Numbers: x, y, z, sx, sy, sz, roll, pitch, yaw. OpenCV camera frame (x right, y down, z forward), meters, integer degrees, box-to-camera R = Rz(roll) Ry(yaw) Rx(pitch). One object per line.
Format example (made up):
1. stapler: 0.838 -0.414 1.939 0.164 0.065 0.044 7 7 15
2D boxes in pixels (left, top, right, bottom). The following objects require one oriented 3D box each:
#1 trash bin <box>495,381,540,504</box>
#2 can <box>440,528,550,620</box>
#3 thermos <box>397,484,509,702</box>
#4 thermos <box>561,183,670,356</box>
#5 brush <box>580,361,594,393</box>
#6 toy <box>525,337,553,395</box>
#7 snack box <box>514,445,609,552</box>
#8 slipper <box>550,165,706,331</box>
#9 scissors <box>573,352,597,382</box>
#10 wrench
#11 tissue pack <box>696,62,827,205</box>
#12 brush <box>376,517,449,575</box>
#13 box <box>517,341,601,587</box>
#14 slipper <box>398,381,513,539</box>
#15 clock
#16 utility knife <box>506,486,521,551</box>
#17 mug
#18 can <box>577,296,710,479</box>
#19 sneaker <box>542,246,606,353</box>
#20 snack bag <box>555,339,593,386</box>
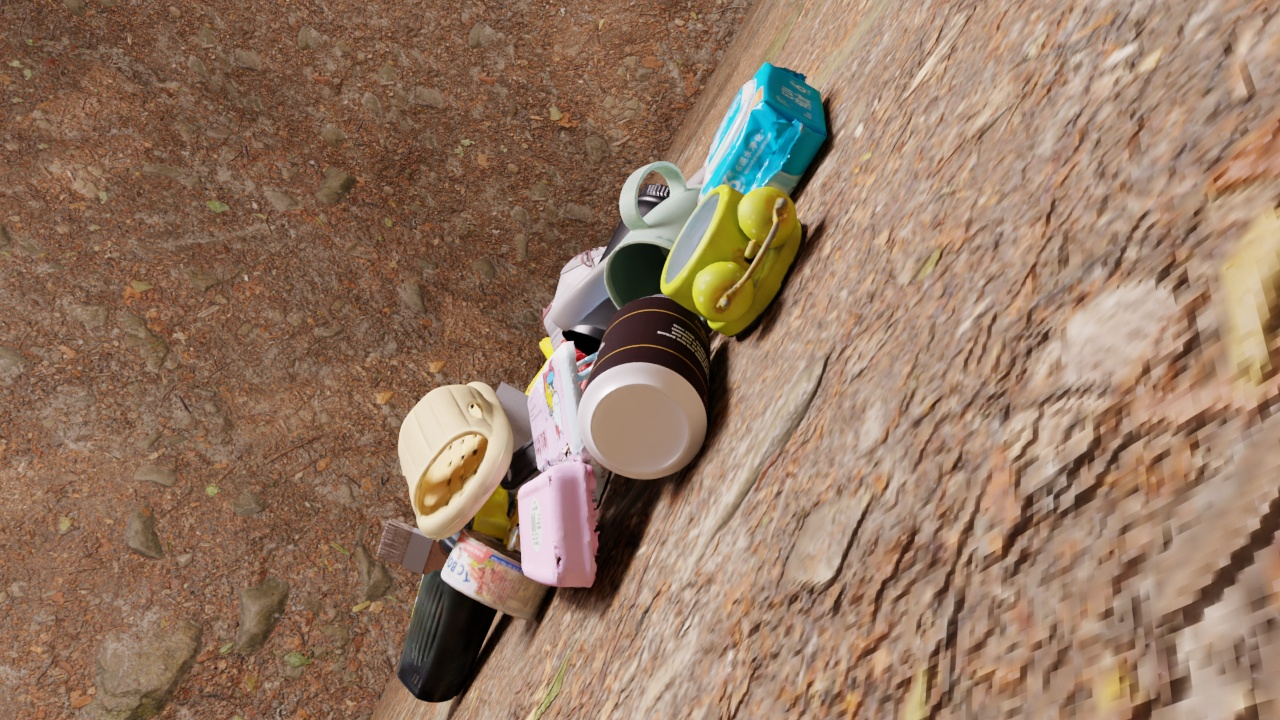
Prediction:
1. trash bin: -0.154 0.143 1.028 0.230 0.114 0.114 -53 11 53
2. can: -0.115 0.173 0.743 0.043 0.086 0.086 -64 7 -9
3. thermos: -0.178 0.233 0.905 0.098 0.098 0.221 -79 11 -69
4. thermos: 0.003 -0.095 0.937 0.198 0.086 0.086 -63 7 -14
5. brush: -0.014 -0.019 0.990 0.030 0.041 0.172 -18 39 55
6. toy: -0.093 0.016 1.218 0.194 0.087 0.134 -66 25 -3
7. snack box: -0.061 0.099 0.825 0.144 0.041 0.146 -56 10 45
8. slipper: 0.037 -0.101 0.828 0.265 0.080 0.113 -46 7 -26
9. scissors: 0.001 -0.017 0.838 0.140 0.013 0.117 -37 -22 17
10. wrench: -0.040 0.036 0.704 0.274 0.018 0.073 -40 60 41
11. tissue pack: 0.086 -0.154 0.662 0.093 0.061 0.144 -58 7 31
12. brush: -0.165 0.184 0.825 0.008 0.143 0.045 -73 4 -64
13. box: -0.059 0.077 0.627 0.201 0.037 0.152 138 127 -73
14. slipper: -0.177 0.071 0.824 0.111 0.079 0.261 -51 18 5
15. clock: 0.056 -0.059 0.536 0.083 0.057 0.119 -62 13 -2
16. utility knife: -0.105 0.133 0.784 0.159 0.017 0.030 -154 81 -80
17. mug: 0.025 -0.093 0.681 0.084 0.111 0.103 -11 32 39
18. can: 0.006 0.012 0.551 0.072 0.072 0.128 -59 7 23
19. sneaker: -0.042 -0.105 1.081 0.237 0.089 0.099 -45 -23 26
20. snack bag: -0.092 0.048 1.085 0.177 0.082 0.082 -57 8 30
